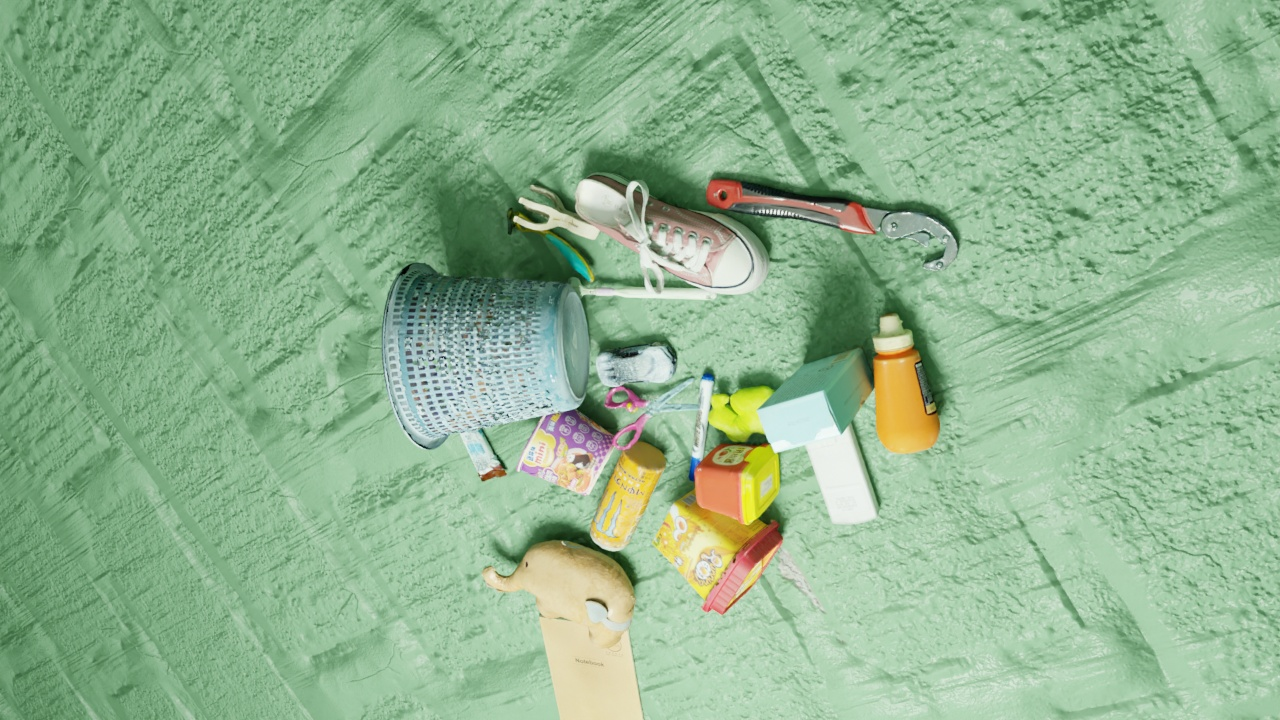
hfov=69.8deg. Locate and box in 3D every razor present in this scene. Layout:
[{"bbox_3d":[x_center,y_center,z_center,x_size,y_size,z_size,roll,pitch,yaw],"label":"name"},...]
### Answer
[{"bbox_3d":[-0.106,-0.138,1.111,0.132,0.028,0.043,36,156,9],"label":"razor"}]

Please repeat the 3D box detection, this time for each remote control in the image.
[{"bbox_3d":[0.230,0.120,1.066,0.058,0.021,0.150,-13,105,29],"label":"remote control"}]

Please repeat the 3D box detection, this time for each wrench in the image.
[{"bbox_3d":[0.199,-0.152,0.970,0.274,0.016,0.056,17,117,17],"label":"wrench"}]

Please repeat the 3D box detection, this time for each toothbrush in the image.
[{"bbox_3d":[0.000,-0.082,1.091,0.190,0.020,0.029,4,117,22],"label":"toothbrush"}]

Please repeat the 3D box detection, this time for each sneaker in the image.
[{"bbox_3d":[0.023,-0.136,1.016,0.241,0.087,0.118,29,120,13],"label":"sneaker"}]

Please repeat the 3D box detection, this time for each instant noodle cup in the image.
[{"bbox_3d":[-0.090,0.114,1.168,0.099,0.111,0.112,28,120,3],"label":"instant noodle cup"},{"bbox_3d":[0.091,0.226,1.130,0.124,0.115,0.116,38,123,20],"label":"instant noodle cup"}]

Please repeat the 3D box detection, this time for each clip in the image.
[{"bbox_3d":[-0.105,-0.167,1.077,0.102,0.094,0.035,36,122,20],"label":"clip"}]

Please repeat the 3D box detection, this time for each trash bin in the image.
[{"bbox_3d":[-0.169,-0.010,1.093,0.195,0.226,0.227,-3,110,10],"label":"trash bin"}]

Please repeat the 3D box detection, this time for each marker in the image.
[{"bbox_3d":[0.074,0.083,1.126,0.017,0.016,0.146,15,116,19],"label":"marker"}]

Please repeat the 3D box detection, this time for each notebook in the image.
[{"bbox_3d":[-0.070,0.475,1.364,0.148,0.008,0.208,1,111,25],"label":"notebook"}]

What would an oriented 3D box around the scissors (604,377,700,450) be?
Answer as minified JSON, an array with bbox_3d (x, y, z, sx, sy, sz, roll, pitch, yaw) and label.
[{"bbox_3d":[0.013,0.067,1.125,0.136,0.017,0.108,0,71,29],"label":"scissors"}]

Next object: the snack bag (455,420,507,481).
[{"bbox_3d":[-0.225,0.120,1.276,0.045,0.026,0.105,-19,103,21],"label":"snack bag"}]

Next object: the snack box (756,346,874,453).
[{"bbox_3d":[0.188,0.038,0.962,0.074,0.174,0.051,-21,95,30],"label":"snack box"}]

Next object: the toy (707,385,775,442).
[{"bbox_3d":[0.130,0.062,1.082,0.096,0.031,0.100,38,128,-6],"label":"toy"}]

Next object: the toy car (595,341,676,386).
[{"bbox_3d":[-0.007,0.007,1.124,0.106,0.031,0.049,-7,108,26],"label":"toy car"}]

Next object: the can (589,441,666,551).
[{"bbox_3d":[-0.017,0.175,1.183,0.058,0.058,0.146,29,120,11],"label":"can"}]

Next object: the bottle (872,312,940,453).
[{"bbox_3d":[0.278,0.022,0.983,0.067,0.066,0.149,-7,100,27],"label":"bottle"}]

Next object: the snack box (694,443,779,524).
[{"bbox_3d":[0.114,0.143,1.092,0.080,0.091,0.082,6,113,30],"label":"snack box"}]

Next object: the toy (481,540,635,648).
[{"bbox_3d":[-0.111,0.309,1.272,0.226,0.082,0.143,20,110,19],"label":"toy"}]

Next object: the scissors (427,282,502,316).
[{"bbox_3d":[-0.214,-0.058,1.207,0.175,0.014,0.133,40,121,2],"label":"scissors"}]
